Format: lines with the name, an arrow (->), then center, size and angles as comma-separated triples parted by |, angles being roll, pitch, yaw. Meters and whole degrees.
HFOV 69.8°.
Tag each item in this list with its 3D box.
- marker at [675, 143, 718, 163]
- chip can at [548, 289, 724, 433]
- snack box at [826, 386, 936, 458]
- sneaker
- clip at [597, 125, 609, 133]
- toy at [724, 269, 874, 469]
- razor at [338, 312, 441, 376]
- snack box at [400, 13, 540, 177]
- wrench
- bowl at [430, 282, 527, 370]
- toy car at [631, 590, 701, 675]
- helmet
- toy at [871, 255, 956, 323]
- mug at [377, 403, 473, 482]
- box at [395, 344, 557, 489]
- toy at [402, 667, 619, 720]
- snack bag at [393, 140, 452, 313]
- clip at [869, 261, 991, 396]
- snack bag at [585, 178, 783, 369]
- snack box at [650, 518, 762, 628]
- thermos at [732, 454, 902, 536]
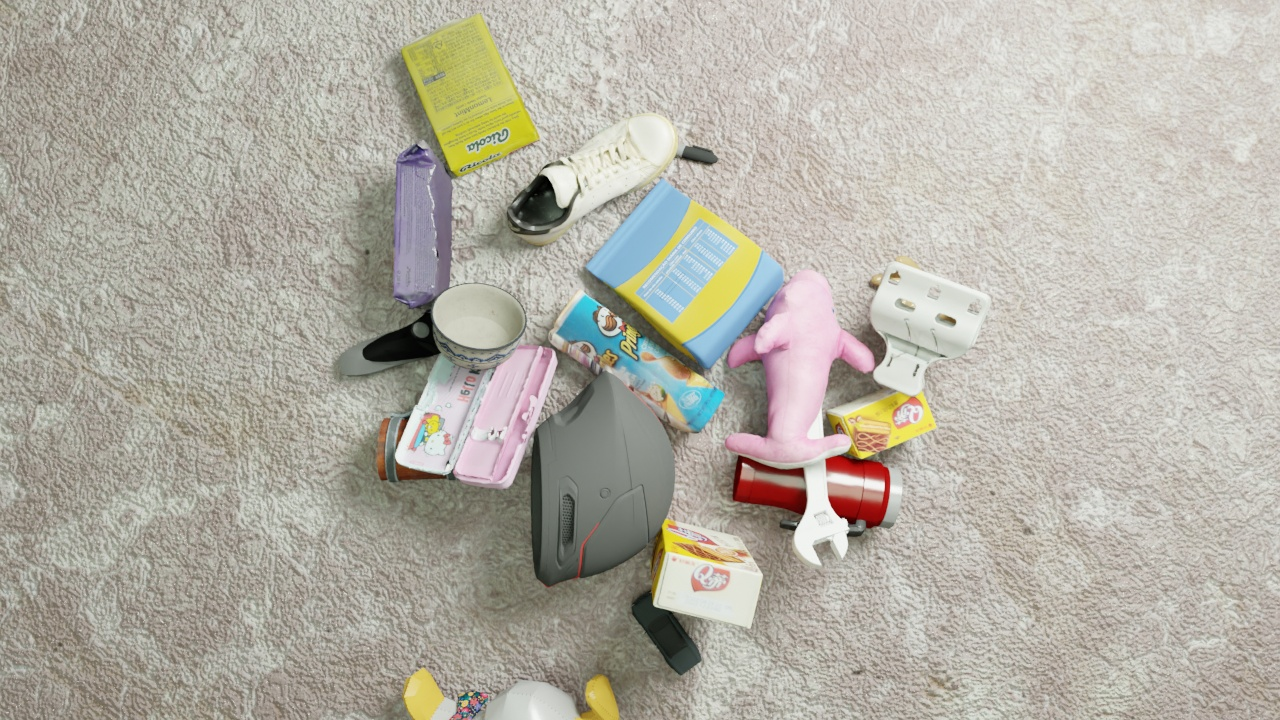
marker -> 0.034, -0.281, 1.194 | 0.138, 0.016, 0.022 | 17, 58, 1
chip can -> -0.007, 0.007, 1.161 | 0.229, 0.080, 0.080 | 36, 89, 0
snack box -> 0.301, 0.074, 1.155 | 0.106, 0.083, 0.061 | -22, 91, -1
sneaker -> -0.070, -0.229, 1.126 | 0.242, 0.102, 0.089 | -33, 80, 14
clip -> -0.031, -0.266, 1.187 | 0.023, 0.035, 0.074 | -28, 84, 1
toy -> 0.181, -0.003, 1.115 | 0.187, 0.128, 0.265 | 0, 69, 25
razor -> -0.315, -0.016, 1.172 | 0.156, 0.060, 0.057 | -21, 76, 19
snack box -> -0.220, -0.342, 1.179 | 0.121, 0.045, 0.181 | -24, 87, 1
wrench -> 0.211, 0.121, 1.116 | 0.066, 0.018, 0.272 | 1, 57, 0
bowl -> -0.201, -0.035, 1.131 | 0.115, 0.059, 0.115 | 9, 46, -10
toy car -> 0.033, 0.349, 1.176 | 0.046, 0.034, 0.112 | -36, 89, -1
helmet -> -0.043, 0.144, 1.114 | 0.169, 0.164, 0.265 | -1, 101, -12
toy -> 0.341, -0.070, 1.157 | 0.105, 0.134, 0.108 | 9, 62, -22
mug -> -0.267, 0.097, 1.163 | 0.111, 0.082, 0.117 | 2, 71, -4
box -> -0.198, 0.059, 1.135 | 0.155, 0.045, 0.200 | 7, 56, 16
toy -> -0.157, 0.471, 1.131 | 0.268, 0.140, 0.247 | -19, 108, 23
snack bag -> -0.270, -0.165, 1.151 | 0.058, 0.096, 0.205 | 2, 90, 0
clip -> 0.331, -0.033, 1.086 | 0.126, 0.091, 0.152 | 25, 120, 22
snack bag -> 0.054, -0.112, 1.156 | 0.205, 0.102, 0.159 | 41, 89, 13
snack box -> 0.070, 0.244, 1.080 | 0.110, 0.230, 0.061 | 13, 89, 0
thermos -> 0.219, 0.166, 1.148 | 0.198, 0.084, 0.107 | 10, 54, 2
